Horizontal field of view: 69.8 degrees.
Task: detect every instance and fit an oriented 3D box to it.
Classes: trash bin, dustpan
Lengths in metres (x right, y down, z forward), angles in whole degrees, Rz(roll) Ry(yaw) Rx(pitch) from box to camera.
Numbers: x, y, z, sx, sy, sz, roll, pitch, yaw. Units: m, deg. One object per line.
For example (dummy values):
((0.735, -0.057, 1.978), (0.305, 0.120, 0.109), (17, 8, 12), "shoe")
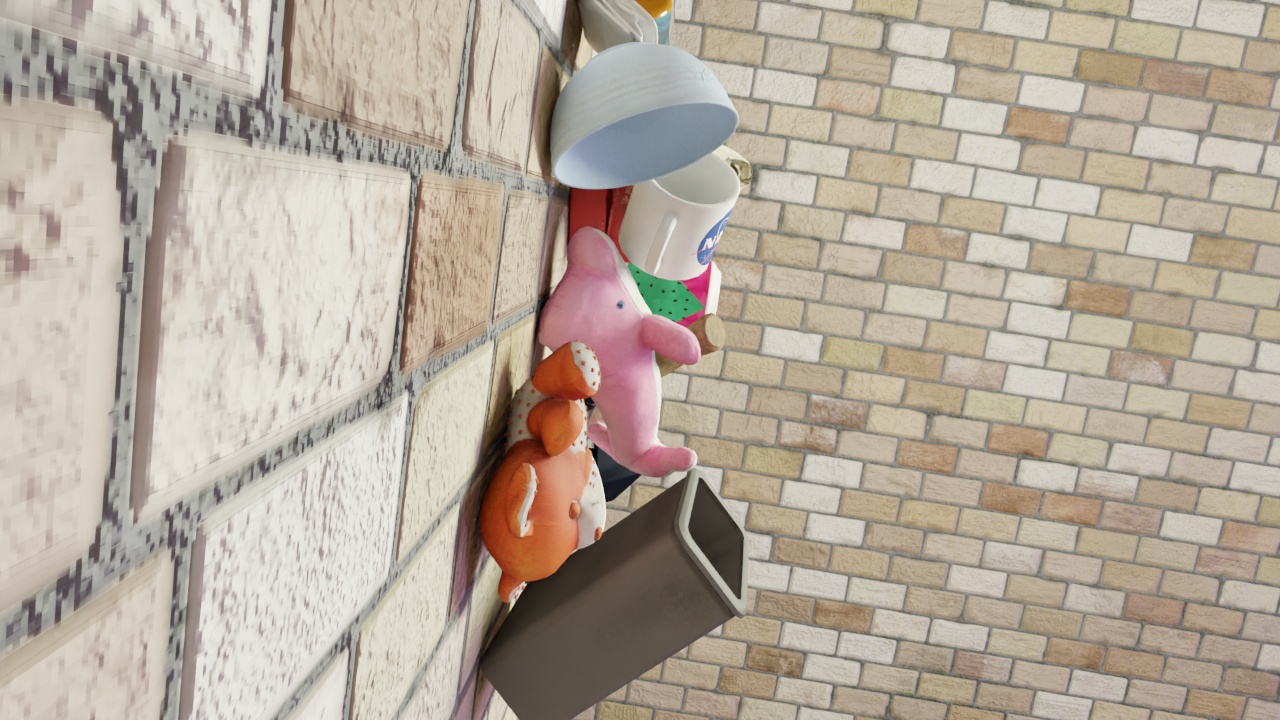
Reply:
((-0.016, 0.218, 0.852), (0.220, 0.097, 0.191), (-36, -176, 12), "trash bin")
((-0.064, 0.158, 1.303), (0.237, 0.080, 0.273), (124, -51, -69), "dustpan")

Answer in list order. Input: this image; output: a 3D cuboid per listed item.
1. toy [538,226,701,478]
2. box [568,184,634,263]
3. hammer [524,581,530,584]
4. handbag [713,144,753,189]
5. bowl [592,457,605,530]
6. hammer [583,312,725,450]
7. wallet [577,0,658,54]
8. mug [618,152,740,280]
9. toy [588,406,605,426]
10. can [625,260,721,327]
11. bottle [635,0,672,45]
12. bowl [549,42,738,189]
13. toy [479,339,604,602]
((-0.042, 0.009, 0.872), (0.127, 0.187, 0.266), (-35, 122, -34), "toy")
((-0.021, -0.193, 0.937), (0.159, 0.087, 0.129), (99, 0, -52), "box")
((-0.103, 0.176, 1.066), (0.321, 0.044, 0.098), (-69, 168, -73), "hammer")
((0.024, -0.212, 1.142), (0.229, 0.184, 0.132), (-167, -92, -75), "handbag")
((-0.080, 0.142, 0.981), (0.104, 0.054, 0.105), (-15, 89, -78), "bowl")
((-0.006, 0.006, 0.976), (0.306, 0.040, 0.132), (-27, -116, 57), "hammer")
((-0.023, -0.271, 0.760), (0.032, 0.086, 0.116), (-45, 172, -2), "wallet")
((0.029, -0.127, 0.836), (0.090, 0.091, 0.121), (112, 4, -46), "mug")
((-0.060, 0.048, 1.149), (0.105, 0.053, 0.109), (-121, -145, -43), "toy")
((0.003, -0.079, 1.032), (0.088, 0.166, 0.088), (18, 81, -89), "can")
((-0.005, -0.343, 1.046), (0.157, 0.068, 0.067), (98, 2, -53), "bottle")
((-0.005, -0.199, 0.721), (0.150, 0.150, 0.074), (91, -16, -82), "bowl")
((-0.067, 0.088, 0.698), (0.172, 0.093, 0.164), (-78, 178, -47), "toy")
